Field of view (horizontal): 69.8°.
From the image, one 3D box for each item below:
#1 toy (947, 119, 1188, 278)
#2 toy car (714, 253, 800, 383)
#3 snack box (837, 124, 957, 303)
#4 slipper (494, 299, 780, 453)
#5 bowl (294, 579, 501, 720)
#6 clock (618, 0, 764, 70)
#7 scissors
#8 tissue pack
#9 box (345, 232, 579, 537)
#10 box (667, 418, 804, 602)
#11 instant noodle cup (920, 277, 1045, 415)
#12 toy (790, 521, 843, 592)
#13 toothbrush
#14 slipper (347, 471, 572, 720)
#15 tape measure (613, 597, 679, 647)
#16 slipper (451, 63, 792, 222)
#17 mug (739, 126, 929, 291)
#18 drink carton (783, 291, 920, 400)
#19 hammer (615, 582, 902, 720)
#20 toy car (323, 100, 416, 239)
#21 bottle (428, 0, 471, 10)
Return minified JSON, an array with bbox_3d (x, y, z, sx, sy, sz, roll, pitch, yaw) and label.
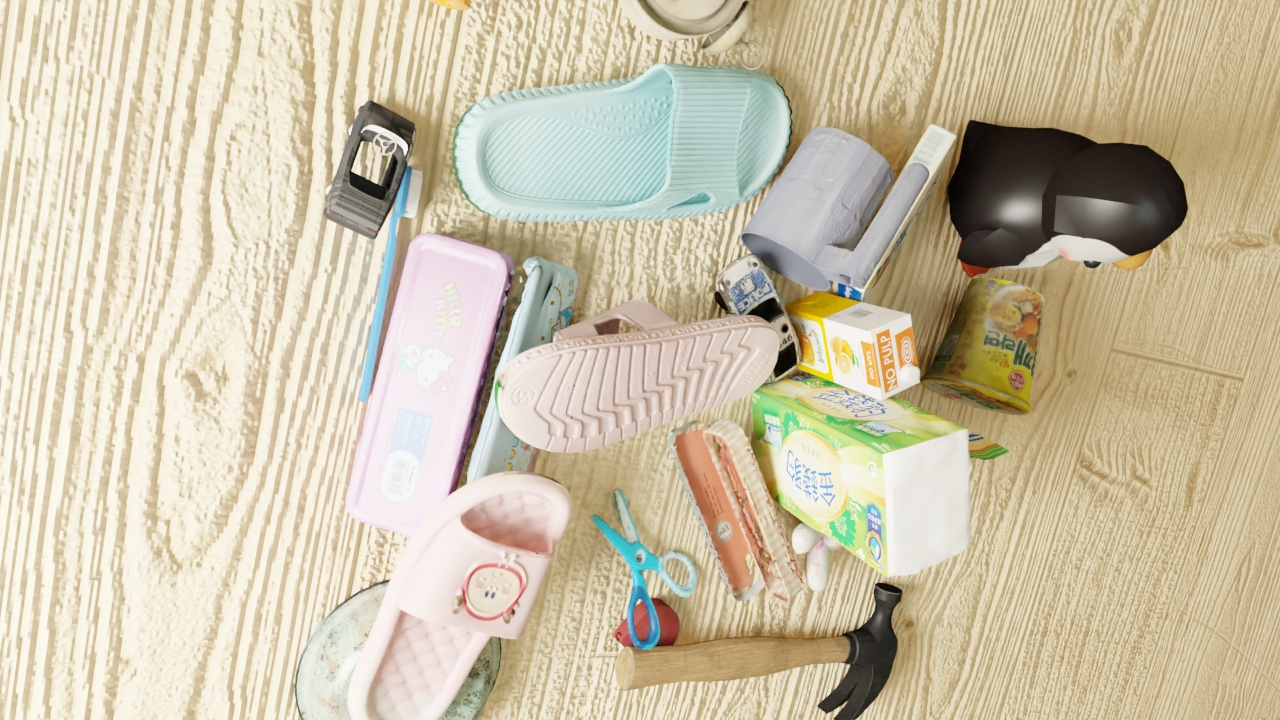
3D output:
[{"bbox_3d":[0.361,-0.143,0.777,0.159,0.184,0.140,-37,115,-14],"label":"toy"},{"bbox_3d":[0.100,-0.033,0.759,0.048,0.040,0.113,-35,115,-16],"label":"toy car"},{"bbox_3d":[0.214,-0.117,0.774,0.026,0.082,0.150,31,88,14],"label":"snack box"},{"bbox_3d":[-0.004,0.004,0.692,0.238,0.064,0.094,-10,129,-30],"label":"slipper"},{"bbox_3d":[-0.176,0.244,0.694,0.157,0.038,0.157,-7,106,-25],"label":"bowl"},{"bbox_3d":[0.038,-0.264,0.662,0.141,0.054,0.093,41,83,-21],"label":"clock"},{"bbox_3d":[-0.005,0.175,0.754,0.140,0.013,0.112,49,51,-30],"label":"scissors"},{"bbox_3d":[0.199,0.074,0.745,0.141,0.198,0.120,-13,115,-21],"label":"tissue pack"},{"bbox_3d":[-0.119,0.024,0.657,0.140,0.062,0.214,12,98,-32],"label":"box"},{"bbox_3d":[0.084,0.134,0.786,0.076,0.054,0.187,-18,113,13],"label":"box"},{"bbox_3d":[0.324,-0.014,0.848,0.102,0.102,0.108,22,84,-29],"label":"instant noodle cup"},{"bbox_3d":[0.174,0.146,0.837,0.125,0.037,0.076,-46,131,-37],"label":"toy"},{"bbox_3d":[-0.173,-0.051,0.634,0.014,0.016,0.167,8,100,-28],"label":"toothbrush"},{"bbox_3d":[-0.127,0.171,0.638,0.106,0.056,0.221,29,96,-38],"label":"slipper"},{"bbox_3d":[0.010,0.235,0.795,0.051,0.019,0.059,-47,125,-11],"label":"tape measure"},{"bbox_3d":[0.002,-0.155,0.666,0.275,0.069,0.116,-10,110,-23],"label":"slipper"},{"bbox_3d":[0.153,-0.115,0.717,0.084,0.124,0.104,36,84,-37],"label":"mug"},{"bbox_3d":[0.172,-0.014,0.752,0.040,0.122,0.058,-22,111,-20],"label":"drink carton"},{"bbox_3d":[0.113,0.274,0.836,0.305,0.040,0.132,6,99,-31],"label":"hammer"},{"bbox_3d":[-0.172,-0.124,0.589,0.040,0.037,0.092,25,58,-28],"label":"toy car"},{"bbox_3d":[-0.112,-0.280,0.579,0.063,0.063,0.109,12,98,-28],"label":"bottle"}]
